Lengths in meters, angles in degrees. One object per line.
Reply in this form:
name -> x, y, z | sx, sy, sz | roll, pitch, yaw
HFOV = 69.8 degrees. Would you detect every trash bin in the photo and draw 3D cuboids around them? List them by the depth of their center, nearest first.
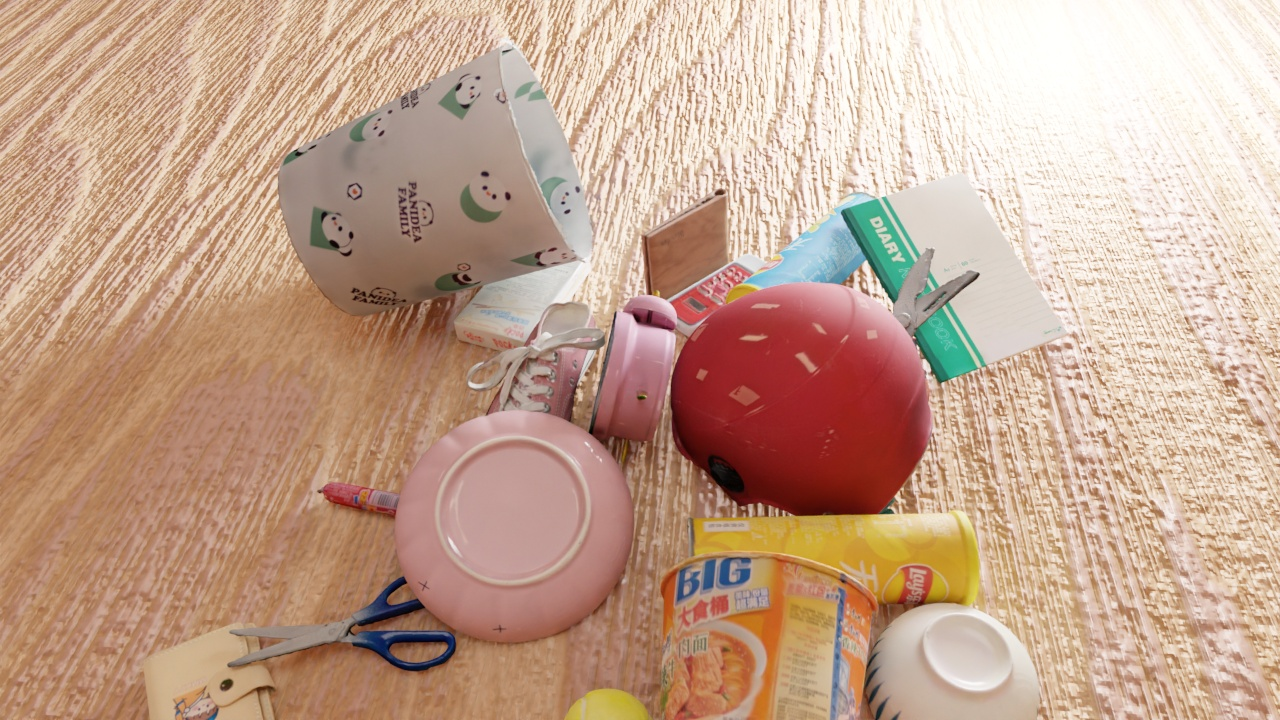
trash bin -> -0.205, -0.169, 0.932 | 0.252, 0.230, 0.229 | -18, 43, 10

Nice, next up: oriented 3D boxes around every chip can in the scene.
chip can -> 0.142, 0.153, 0.702 | 0.213, 0.072, 0.072 | -1, 44, 2
chip can -> 0.180, -0.099, 0.958 | 0.071, 0.071, 0.209 | 30, 53, 30

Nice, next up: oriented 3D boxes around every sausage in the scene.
sausage -> -0.209, 0.125, 0.795 | 0.156, 0.020, 0.020 | 7, 45, 12

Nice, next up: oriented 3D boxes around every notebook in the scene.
notebook -> 0.314, -0.089, 0.929 | 0.150, 0.012, 0.209 | -19, 68, -14

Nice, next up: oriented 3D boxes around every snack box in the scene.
snack box -> -0.123, -0.070, 0.982 | 0.085, 0.027, 0.156 | 15, 47, 18

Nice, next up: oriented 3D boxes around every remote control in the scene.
remote control -> 0.086, -0.071, 0.973 | 0.135, 0.020, 0.056 | -31, 50, -25

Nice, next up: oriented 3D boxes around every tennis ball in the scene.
tennis ball -> -0.022, 0.254, 0.614 | 0.065, 0.066, 0.065 | -2, 44, 2

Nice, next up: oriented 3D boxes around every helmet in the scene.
helmet -> 0.124, 0.012, 0.779 | 0.240, 0.144, 0.206 | 17, 55, 31

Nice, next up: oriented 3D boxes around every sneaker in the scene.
sneaker -> -0.095, 0.021, 0.842 | 0.118, 0.088, 0.240 | 8, 48, 12

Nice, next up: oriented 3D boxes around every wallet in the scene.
wallet -> -0.313, 0.250, 0.672 | 0.087, 0.024, 0.115 | -20, 44, -19
wallet -> 0.049, -0.114, 0.963 | 0.115, 0.101, 0.020 | -34, 49, -26

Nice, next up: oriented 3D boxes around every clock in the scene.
clock -> -0.005, 0.005, 0.836 | 0.060, 0.117, 0.158 | 12, 46, -3

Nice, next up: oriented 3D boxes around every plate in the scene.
plate -> -0.100, 0.122, 0.729 | 0.192, 0.039, 0.192 | 2, 64, -3

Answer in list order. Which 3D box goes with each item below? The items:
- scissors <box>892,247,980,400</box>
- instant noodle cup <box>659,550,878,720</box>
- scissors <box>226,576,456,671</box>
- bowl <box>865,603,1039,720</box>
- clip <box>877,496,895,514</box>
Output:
scissors -> 0.240, -0.017, 0.874 | 0.189, 0.015, 0.223 | -7, 58, 9
instant noodle cup -> 0.079, 0.209, 0.605 | 0.151, 0.152, 0.111 | 5, 53, 9
scissors -> -0.221, 0.213, 0.698 | 0.169, 0.012, 0.144 | -32, 54, -33
bowl -> 0.219, 0.217, 0.635 | 0.116, 0.066, 0.116 | -2, 45, 2
clip -> 0.188, 0.131, 0.757 | 0.055, 0.037, 0.013 | -31, 47, -14
